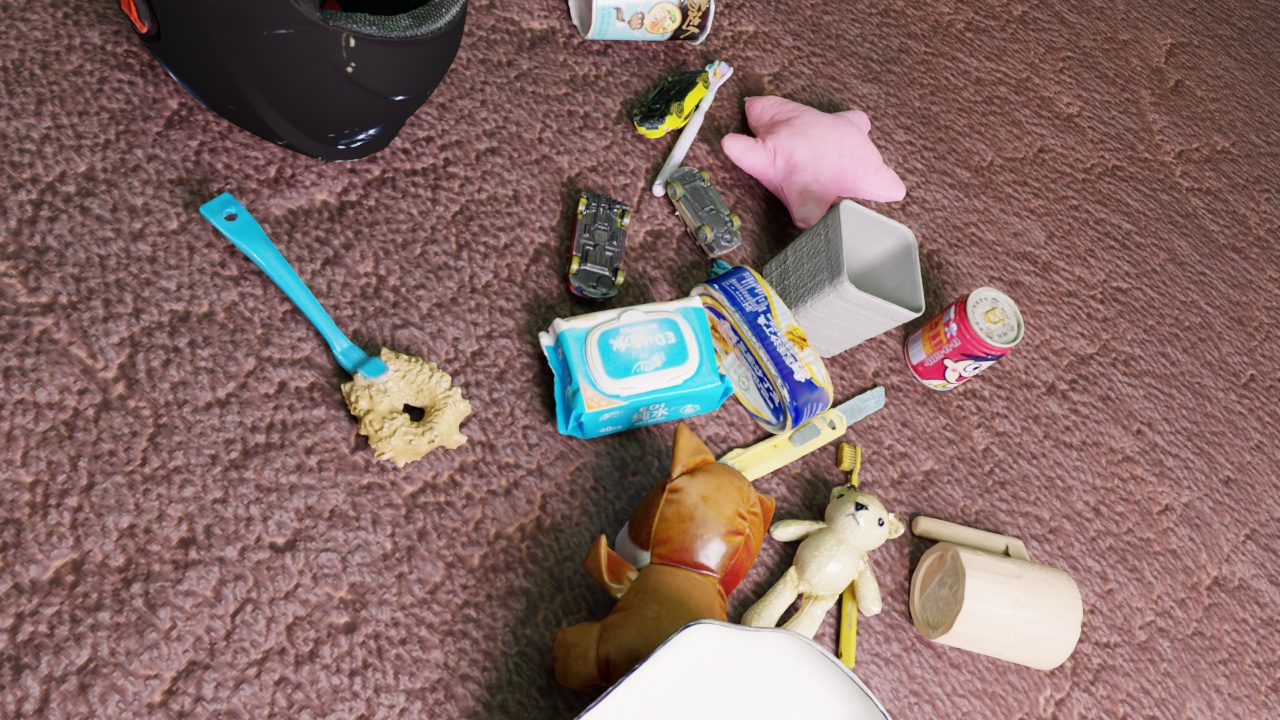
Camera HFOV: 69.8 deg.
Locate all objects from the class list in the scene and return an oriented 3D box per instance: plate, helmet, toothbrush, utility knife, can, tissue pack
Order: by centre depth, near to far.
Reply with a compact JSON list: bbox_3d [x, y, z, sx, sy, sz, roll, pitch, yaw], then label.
[{"bbox_3d":[0.027,0.256,0.546,0.162,0.266,0.034,43,16,-1],"label":"plate"},{"bbox_3d":[-0.262,-0.282,0.680,0.275,0.231,0.232,28,48,5],"label":"helmet"},{"bbox_3d":[-0.004,0.004,0.720,0.140,0.063,0.090,-11,66,-9],"label":"tissue pack"},{"bbox_3d":[0.170,0.155,0.755,0.016,0.016,0.189,14,61,-9],"label":"toothbrush"},{"bbox_3d":[0.099,-0.010,0.776,0.049,0.075,0.148,-26,76,-26],"label":"can"},{"bbox_3d":[0.141,0.065,0.793,0.206,0.021,0.031,-21,80,-33],"label":"utility knife"},{"bbox_3d":[0.298,-0.020,0.847,0.066,0.094,0.066,9,62,-17],"label":"can"},{"bbox_3d":[0.049,-0.228,0.897,0.029,0.021,0.188,12,58,20],"label":"toothbrush"}]

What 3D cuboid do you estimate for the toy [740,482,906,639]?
[{"bbox_3d":[0.138,0.163,0.709,0.105,0.066,0.157,33,67,25],"label":"toy"}]

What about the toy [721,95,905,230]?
[{"bbox_3d":[0.168,-0.209,0.906,0.194,0.075,0.178,-24,65,-33],"label":"toy"}]

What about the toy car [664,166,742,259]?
[{"bbox_3d":[0.055,-0.136,0.843,0.042,0.035,0.090,-26,80,-31],"label":"toy car"}]

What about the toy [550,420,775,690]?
[{"bbox_3d":[0.025,0.151,0.645,0.140,0.131,0.199,44,60,-36],"label":"toy"}]

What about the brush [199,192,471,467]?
[{"bbox_3d":[-0.224,-0.025,0.666,0.254,0.046,0.083,47,61,-1],"label":"brush"}]

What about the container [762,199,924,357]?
[{"bbox_3d":[0.170,-0.065,0.800,0.090,0.115,0.090,18,59,-27],"label":"container"}]

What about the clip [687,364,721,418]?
[{"bbox_3d":[0.050,0.021,0.771,0.033,0.025,0.057,34,53,-9],"label":"clip"}]

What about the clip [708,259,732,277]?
[{"bbox_3d":[0.088,-0.071,0.837,0.056,0.014,0.040,31,57,-4],"label":"clip"}]

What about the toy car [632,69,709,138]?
[{"bbox_3d":[0.033,-0.248,0.888,0.105,0.048,0.032,-56,137,-36],"label":"toy car"}]

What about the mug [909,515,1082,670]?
[{"bbox_3d":[0.284,0.184,0.755,0.103,0.084,0.124,16,36,-12],"label":"mug"}]

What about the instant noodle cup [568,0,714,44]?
[{"bbox_3d":[-0.004,-0.360,0.900,0.120,0.111,0.111,-14,70,-18],"label":"instant noodle cup"}]

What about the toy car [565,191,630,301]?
[{"bbox_3d":[-0.038,-0.096,0.789,0.049,0.031,0.106,12,60,-15],"label":"toy car"}]
